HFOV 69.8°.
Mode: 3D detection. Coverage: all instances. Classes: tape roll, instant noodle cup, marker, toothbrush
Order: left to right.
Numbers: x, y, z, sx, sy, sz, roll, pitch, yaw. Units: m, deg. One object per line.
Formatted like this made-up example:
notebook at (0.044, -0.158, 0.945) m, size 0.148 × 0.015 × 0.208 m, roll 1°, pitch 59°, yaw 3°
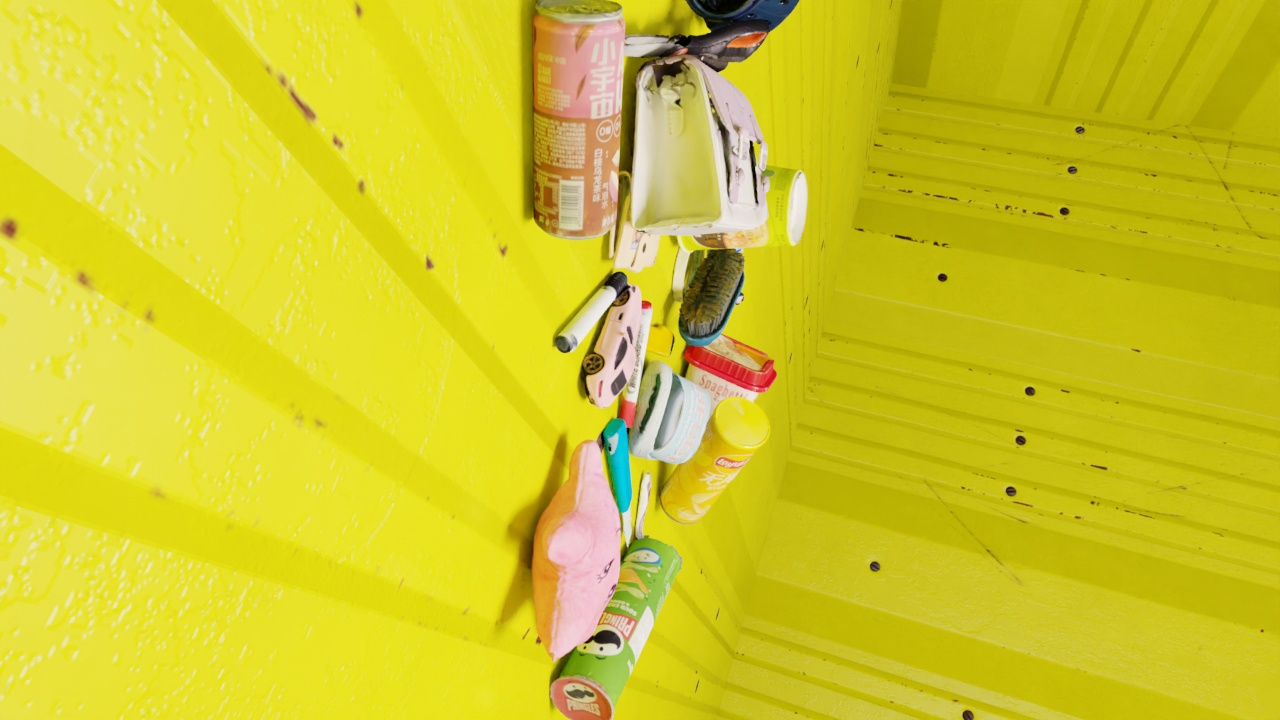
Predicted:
marker at (-0.038, -0.042, 0.780) m, size 0.018 × 0.022 × 0.130 m, roll -46°, pitch -174°, yaw 36°
marker at (-0.005, 0.005, 0.922) m, size 0.017 × 0.017 × 0.145 m, roll -53°, pitch 158°, yaw -55°
toothbrush at (0.001, 0.221, 1.151) m, size 0.016 × 0.017 × 0.188 m, roll -49°, pitch 149°, yaw -61°
tape roll at (0.057, -0.109, 1.072) m, size 0.085 × 0.014 × 0.086 m, roll 14°, pitch 89°, yaw -75°
instant noodle cup at (0.105, 0.042, 1.211) m, size 0.124 × 0.116 × 0.116 m, roll -69°, pitch 168°, yaw 20°
instant noodle cup at (0.112, -0.167, 0.983) m, size 0.111 × 0.123 × 0.111 m, roll 8°, pitch 89°, yaw -68°

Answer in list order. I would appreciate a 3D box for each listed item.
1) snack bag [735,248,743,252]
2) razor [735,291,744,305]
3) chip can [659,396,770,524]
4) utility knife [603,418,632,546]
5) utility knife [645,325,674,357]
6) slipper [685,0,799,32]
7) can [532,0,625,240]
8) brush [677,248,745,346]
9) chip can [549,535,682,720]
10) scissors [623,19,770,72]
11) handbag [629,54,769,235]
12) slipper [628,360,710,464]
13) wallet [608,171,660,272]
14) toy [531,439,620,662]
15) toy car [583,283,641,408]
snack bag at (0.115, -0.146, 1.202) m, size 0.110 × 0.039 × 0.191 m, roll -58°, pitch 158°, yaw -48°
razor at (0.099, -0.074, 1.170) m, size 0.142 × 0.022 × 0.043 m, roll -12°, pitch 118°, yaw -55°
chip can at (0.088, 0.131, 1.154) m, size 0.071 × 0.072 × 0.214 m, roll -63°, pitch -179°, yaw -40°
utility knife at (-0.020, 0.140, 1.004) m, size 0.225 × 0.018 × 0.034 m, roll 84°, pitch 23°, yaw -47°
utility knife at (0.013, -0.025, 0.986) m, size 0.156 × 0.015 × 0.033 m, roll 16°, pitch 81°, yaw -74°
slipper at (0.084, -0.344, 0.792) m, size 0.253 × 0.105 × 0.095 m, roll 44°, pitch 57°, yaw -71°
can at (-0.042, -0.156, 0.600) m, size 0.057 × 0.058 × 0.147 m, roll -54°, pitch 154°, yaw -54°
brush at (0.083, -0.067, 1.066) m, size 0.074 × 0.055 × 0.143 m, roll 86°, pitch 23°, yaw -46°
chip can at (-0.021, 0.297, 1.036) m, size 0.235 × 0.072 × 0.072 m, roll -54°, pitch 153°, yaw -54°
scissors at (0.025, -0.257, 0.787) m, size 0.234 × 0.153 × 0.021 m, roll -25°, pitch 93°, yaw -34°
handbag at (0.057, -0.187, 0.827) m, size 0.196 × 0.098 × 0.145 m, roll -26°, pitch 108°, yaw -71°
slipper at (0.041, 0.072, 1.059) m, size 0.245 × 0.074 × 0.104 m, roll 48°, pitch 58°, yaw -74°
wallet at (-0.003, -0.123, 0.834) m, size 0.115 × 0.024 × 0.087 m, roll -21°, pitch 118°, yaw -73°
toy at (-0.057, 0.186, 0.802) m, size 0.195 × 0.075 × 0.178 m, roll 87°, pitch 14°, yaw -44°
toy car at (-0.020, -0.014, 0.841) m, size 0.056 × 0.037 × 0.122 m, roll 75°, pitch 32°, yaw -63°
